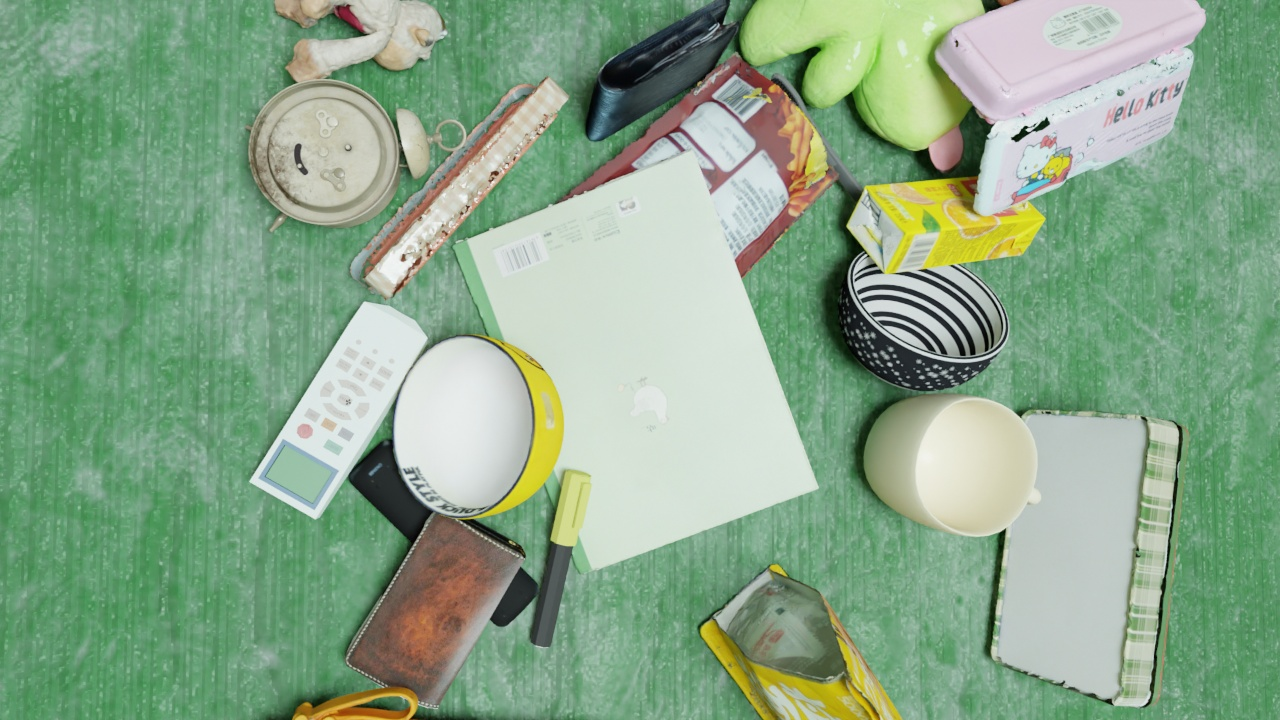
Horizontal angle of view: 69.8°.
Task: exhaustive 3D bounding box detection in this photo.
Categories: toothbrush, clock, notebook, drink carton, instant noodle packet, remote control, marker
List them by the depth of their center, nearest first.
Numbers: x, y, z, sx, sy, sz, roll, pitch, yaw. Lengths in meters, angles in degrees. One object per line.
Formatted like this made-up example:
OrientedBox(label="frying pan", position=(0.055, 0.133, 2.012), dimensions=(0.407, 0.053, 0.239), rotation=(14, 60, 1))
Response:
OrientedBox(label="instant noodle packet", position=(0.135, 0.234, 0.579), dimensions=(0.084, 0.222, 0.163), rotation=(-35, 94, -9))
OrientedBox(label="clock", position=(-0.185, -0.136, 0.609), dimensions=(0.141, 0.054, 0.093), rotation=(-13, 90, -6))
OrientedBox(label="remote control", position=(-0.196, 0.030, 0.612), dimensions=(0.049, 0.024, 0.143), rotation=(30, 81, -1))
OrientedBox(label="remote control", position=(-0.133, 0.119, 0.626), dimensions=(0.041, 0.020, 0.152), rotation=(-45, 99, -10))
OrientedBox(label="marker", position=(-0.055, 0.138, 0.634), dimensions=(0.017, 0.021, 0.124), rotation=(10, 95, -41))
OrientedBox(label="notebook", position=(-0.004, 0.004, 0.640), dimensions=(0.182, 0.010, 0.252), rotation=(-21, 92, 3))
OrientedBox(label="drink carton", position=(0.228, -0.104, 0.683), dimensions=(0.134, 0.043, 0.058), rotation=(-9, 50, -24))
OrientedBox(label="toothbrush", position=(0.149, -0.147, 0.692), dimensions=(0.167, 0.013, 0.013), rotation=(47, 62, -17))

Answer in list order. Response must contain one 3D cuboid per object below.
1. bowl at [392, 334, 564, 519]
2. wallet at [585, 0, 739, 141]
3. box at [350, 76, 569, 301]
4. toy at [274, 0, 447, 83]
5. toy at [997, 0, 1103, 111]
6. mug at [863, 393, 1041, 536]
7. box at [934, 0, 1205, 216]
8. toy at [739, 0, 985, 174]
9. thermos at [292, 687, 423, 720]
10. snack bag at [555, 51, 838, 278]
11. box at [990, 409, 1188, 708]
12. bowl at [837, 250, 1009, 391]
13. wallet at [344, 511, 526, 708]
OrientedBox(label="bowl", position=(-0.098, 0.044, 0.604), dimensions=(0.117, 0.067, 0.117), rotation=(-3, 83, 30))
OrientedBox(label="wallet", position=(0.014, -0.199, 0.639), dimensions=(0.115, 0.089, 0.026), rotation=(-34, 89, -11))
OrientedBox(label="box", position=(-0.120, -0.117, 0.615), dimensions=(0.041, 0.083, 0.186), rotation=(44, 77, -19))
OrientedBox(label="toy", position=(-0.183, -0.228, 0.614), dimensions=(0.105, 0.074, 0.085), rotation=(0, 43, -32))
OrientedBox(label="toy", position=(0.319, -0.256, 0.722), dimensions=(0.094, 0.065, 0.127), rotation=(-11, 89, -30))
OrientedBox(label="mug", position=(0.225, 0.077, 0.668), dimensions=(0.120, 0.100, 0.096), rotation=(24, 84, -13))
OrientedBox(label="box", position=(0.311, -0.196, 0.644), dimensions=(0.201, 0.077, 0.146), rotation=(-24, 100, -17))
OrientedBox(label="toy", position=(0.178, -0.244, 0.674), dimensions=(0.197, 0.107, 0.150), rotation=(20, 81, -3))
OrientedBox(label="thermos", position=(-0.126, 0.267, 0.596), dimensions=(0.232, 0.076, 0.091), rotation=(9, 58, -12))
OrientedBox(label="snack bag", position=(0.033, -0.107, 0.654), dimensions=(0.208, 0.067, 0.139), rotation=(-44, 97, -5))
OrientedBox(label="box", position=(0.331, 0.140, 0.679), dimensions=(0.051, 0.118, 0.205), rotation=(11, 83, -29))
OrientedBox(label="bowl", position=(0.198, -0.022, 0.675), dimensions=(0.120, 0.067, 0.120), rotation=(8, 46, -9))
OrientedBox(label="wallet", position=(-0.136, 0.164, 0.610), dimensions=(0.072, 0.019, 0.123), rotation=(31, 94, -9))
